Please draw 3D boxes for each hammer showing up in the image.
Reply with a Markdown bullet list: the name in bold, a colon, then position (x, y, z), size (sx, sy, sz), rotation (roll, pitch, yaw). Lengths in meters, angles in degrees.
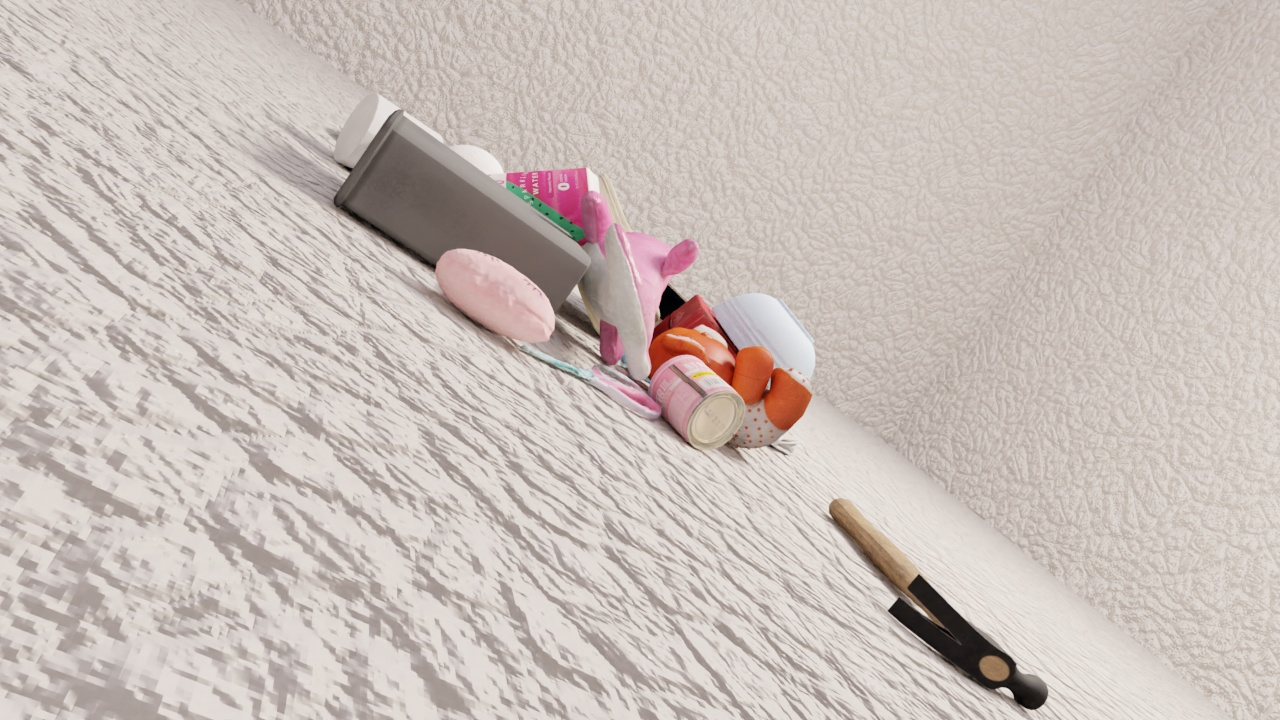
- **hammer**: position (0.247, 0.201, 0.865), size (0.132, 0.040, 0.305), rotation (36, 6, -18)

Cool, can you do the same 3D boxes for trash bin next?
- **trash bin**: position (-0.174, -0.141, 0.907), size (0.219, 0.098, 0.191), rotation (34, 7, -20)

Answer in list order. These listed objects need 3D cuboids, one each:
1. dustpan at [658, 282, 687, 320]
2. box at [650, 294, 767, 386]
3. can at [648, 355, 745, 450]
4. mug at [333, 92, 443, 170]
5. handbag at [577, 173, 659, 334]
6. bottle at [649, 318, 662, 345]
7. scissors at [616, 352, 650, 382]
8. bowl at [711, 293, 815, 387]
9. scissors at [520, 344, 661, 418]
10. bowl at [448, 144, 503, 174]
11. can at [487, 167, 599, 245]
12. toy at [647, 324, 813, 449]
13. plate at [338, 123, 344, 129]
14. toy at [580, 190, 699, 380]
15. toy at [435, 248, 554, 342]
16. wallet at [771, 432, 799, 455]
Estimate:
- **dustpan**: position (0.061, -0.039, 1.343), size (0.236, 0.080, 0.273), rotation (44, 4, 2)
- **box**: position (0.086, 0.006, 1.132), size (0.158, 0.087, 0.129), rotation (50, 8, -9)
- **can**: position (0.053, 0.039, 0.886), size (0.067, 0.067, 0.076), rotation (29, 10, -42)
- **mug**: position (-0.289, -0.244, 1.065), size (0.090, 0.091, 0.121), rotation (30, 8, -37)
- **handbag**: position (-0.067, -0.125, 1.179), size (0.184, 0.132, 0.229), rotation (72, 0, -76)
- **bottle**: position (-0.003, -0.052, 1.305), size (0.146, 0.051, 0.051), rotation (38, 8, 20)
- **scissors**: position (-0.008, 0.005, 1.064), size (0.136, 0.015, 0.126), rotation (32, 8, -44)
- **bowl**: position (0.160, -0.025, 1.105), size (0.150, 0.075, 0.150), rotation (51, 9, -12)
- **scissors**: position (-0.047, 0.013, 0.823), size (0.174, 0.017, 0.076), rotation (23, 17, -45)
- **bowl**: position (-0.213, -0.202, 1.113), size (0.105, 0.105, 0.054), rotation (31, 25, -32)
- **can**: position (-0.130, -0.173, 1.057), size (0.166, 0.088, 0.088), rotation (-5, 12, -3)
- **toy**: position (0.083, 0.023, 0.990), size (0.172, 0.092, 0.164), rotation (34, -24, -12)
- **plate**: position (-0.326, -0.261, 1.318), size (0.242, 0.016, 0.242), rotation (35, 7, -5)
- **toy**: position (0.001, -0.089, 0.948), size (0.265, 0.128, 0.187), rotation (-107, -174, -71)
- **toy**: position (-0.122, -0.052, 0.763), size (0.108, 0.053, 0.105), rotation (32, -7, -12)
- **wallet**: position (0.164, 0.084, 1.270), size (0.116, 0.032, 0.086), rotation (38, 9, 26)
